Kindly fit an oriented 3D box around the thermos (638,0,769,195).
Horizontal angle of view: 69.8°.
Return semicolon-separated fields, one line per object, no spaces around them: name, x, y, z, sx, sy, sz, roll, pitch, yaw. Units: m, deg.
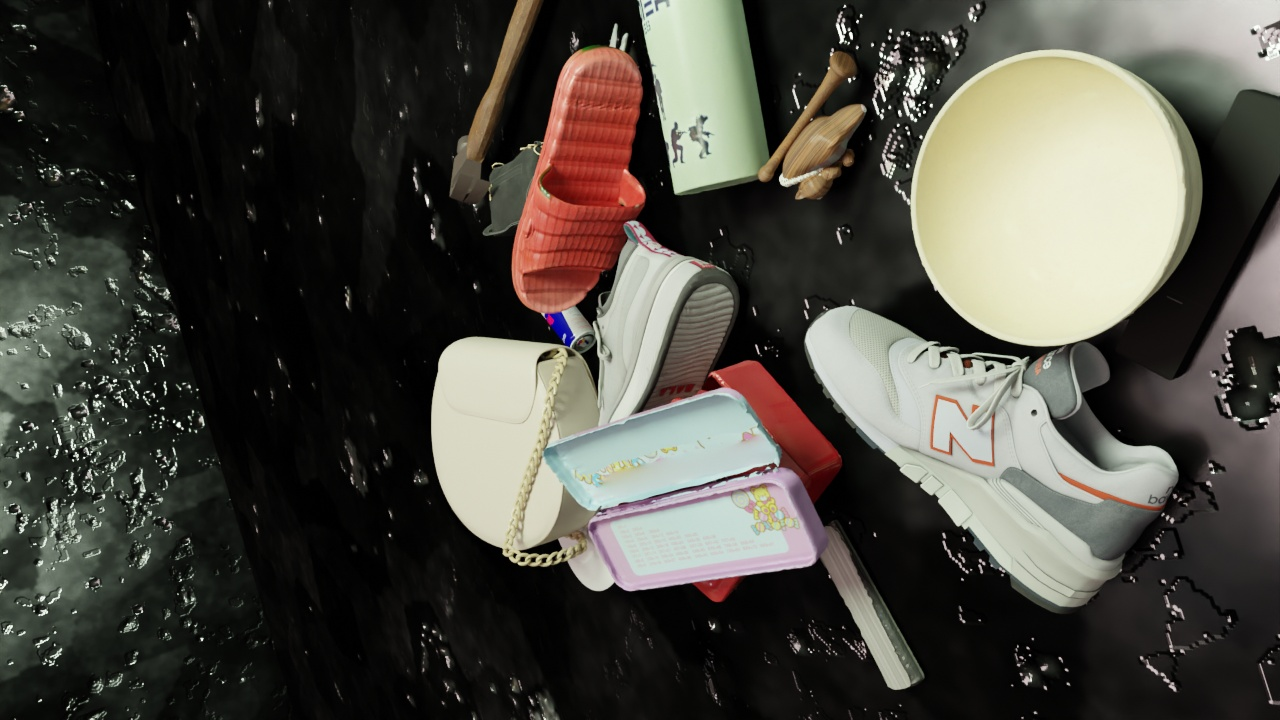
thermos;0.041;-0.244;0.677;0.082;0.082;0.231;-2;101;52

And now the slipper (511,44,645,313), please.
slipper;-0.047;-0.145;0.809;0.059;0.103;0.249;52;133;48

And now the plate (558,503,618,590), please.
plate;-0.064;0.149;0.970;0.189;0.016;0.188;8;100;61

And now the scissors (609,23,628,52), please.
scissors;-0.037;-0.222;0.836;0.148;0.019;0.123;-28;80;51

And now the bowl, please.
bowl;0.230;-0.087;0.493;0.151;0.075;0.151;23;118;52

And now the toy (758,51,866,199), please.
toy;0.126;-0.154;0.632;0.055;0.041;0.102;32;128;-4

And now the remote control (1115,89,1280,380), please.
remote control;0.295;-0.061;0.476;0.034;0.013;0.150;41;132;41

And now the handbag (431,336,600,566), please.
handbag;-0.133;0.084;0.930;0.211;0.103;0.208;6;102;43

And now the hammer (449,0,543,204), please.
hammer;-0.130;-0.291;0.898;0.115;0.033;0.324;-98;30;-44

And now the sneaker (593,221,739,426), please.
sneaker;-0.005;0.005;0.826;0.128;0.096;0.264;49;136;39

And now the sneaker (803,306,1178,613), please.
sneaker;0.218;0.027;0.559;0.239;0.088;0.125;49;133;17

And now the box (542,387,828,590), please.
box;0.027;0.104;0.708;0.215;0.034;0.151;-20;106;42

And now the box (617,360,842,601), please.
box;0.076;0.098;0.762;0.134;0.110;0.158;43;131;19

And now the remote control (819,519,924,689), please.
remote control;0.177;0.192;0.721;0.033;0.013;0.136;-45;66;49

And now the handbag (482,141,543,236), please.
handbag;-0.123;-0.173;0.936;0.129;0.054;0.079;-12;89;55

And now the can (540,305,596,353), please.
can;-0.083;-0.049;0.946;0.095;0.032;0.032;51;137;27
